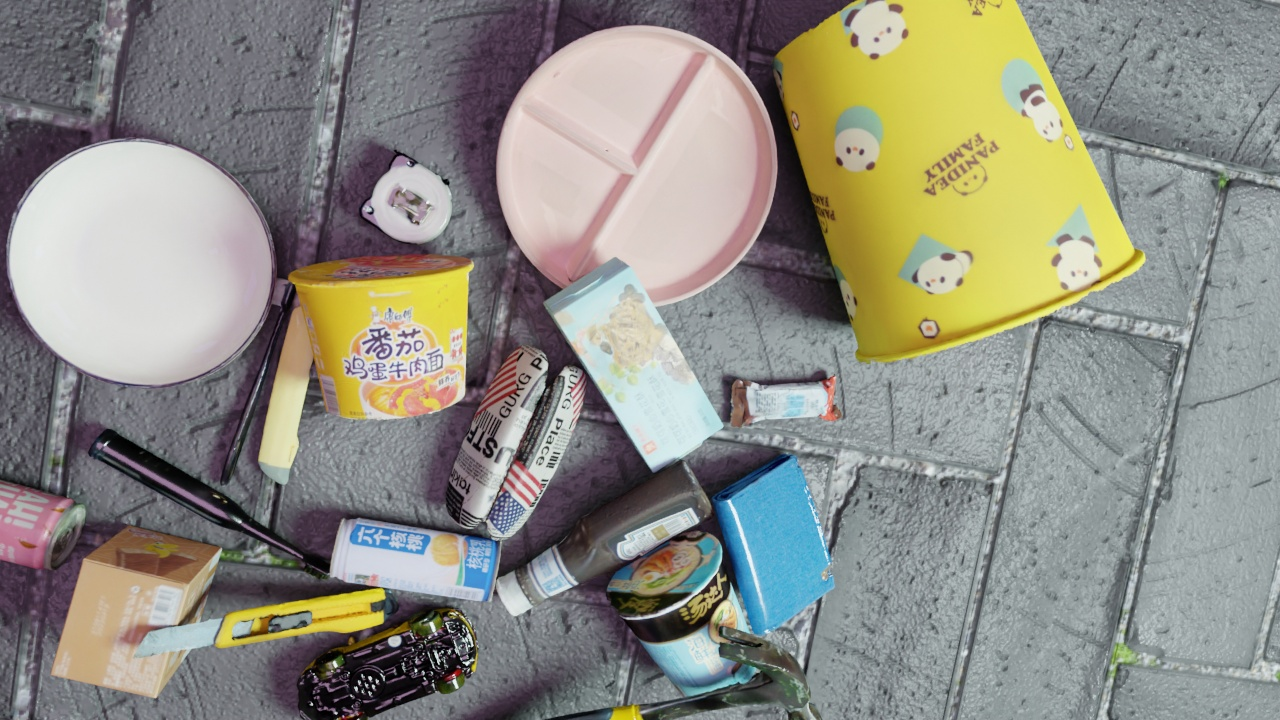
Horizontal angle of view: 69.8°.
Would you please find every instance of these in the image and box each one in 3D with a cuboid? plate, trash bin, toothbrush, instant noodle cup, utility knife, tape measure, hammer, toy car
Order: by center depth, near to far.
[{"bbox_3d":[-0.195,-0.020,0.717,0.138,0.138,0.110,-5,105,-9],"label":"instant noodle cup"},{"bbox_3d":[-0.384,-0.075,0.720,0.192,0.039,0.192,-1,96,-10],"label":"plate"},{"bbox_3d":[-0.286,0.210,0.728,0.208,0.015,0.033,1,88,-42],"label":"utility knife"},{"bbox_3d":[0.236,-0.157,0.735,0.229,0.230,0.255,-23,94,-7],"label":"trash bin"},{"bbox_3d":[-0.187,-0.128,0.751,0.066,0.033,0.066,31,92,-11],"label":"tape measure"},{"bbox_3d":[-0.317,0.018,0.754,0.018,0.015,0.181,18,92,-5],"label":"toothbrush"},{"bbox_3d":[-0.003,-0.155,0.756,0.229,0.028,0.230,-2,113,-4],"label":"plate"},{"bbox_3d":[-0.348,0.123,0.756,0.212,0.026,0.027,35,124,-13],"label":"toothbrush"},{"bbox_3d":[-0.287,0.019,0.759,0.031,0.018,0.167,13,95,-15],"label":"utility knife"},{"bbox_3d":[-0.019,0.301,0.773,0.324,0.031,0.126,-17,118,13],"label":"hammer"},{"bbox_3d":[-0.216,0.263,0.785,0.155,0.041,0.071,-21,99,-9],"label":"toy car"},{"bbox_3d":[0.046,0.229,0.801,0.111,0.111,0.120,-30,108,-6],"label":"instant noodle cup"}]

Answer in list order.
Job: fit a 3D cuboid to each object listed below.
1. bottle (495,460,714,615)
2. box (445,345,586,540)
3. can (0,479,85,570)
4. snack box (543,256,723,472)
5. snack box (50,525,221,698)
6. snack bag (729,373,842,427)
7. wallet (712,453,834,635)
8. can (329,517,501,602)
[{"bbox_3d":[-0.032,0.157,0.791,0.195,0.080,0.044,-30,56,0],"label":"bottle"},{"bbox_3d":[-0.098,0.074,0.783,0.088,0.076,0.162,27,88,-35],"label":"box"},{"bbox_3d":[-0.518,0.116,0.708,0.147,0.058,0.058,19,93,-12],"label":"can"},{"bbox_3d":[-0.005,0.005,0.773,0.074,0.051,0.175,-33,112,-5],"label":"snack box"},{"bbox_3d":[-0.392,0.194,0.720,0.077,0.094,0.093,17,93,-11],"label":"snack box"},{"bbox_3d":[0.133,0.037,0.829,0.105,0.026,0.045,-3,106,-9],"label":"snack bag"},{"bbox_3d":[0.120,0.161,0.818,0.106,0.040,0.133,-25,104,-35],"label":"wallet"},{"bbox_3d":[-0.188,0.168,0.774,0.134,0.053,0.053,11,94,-11],"label":"can"}]
